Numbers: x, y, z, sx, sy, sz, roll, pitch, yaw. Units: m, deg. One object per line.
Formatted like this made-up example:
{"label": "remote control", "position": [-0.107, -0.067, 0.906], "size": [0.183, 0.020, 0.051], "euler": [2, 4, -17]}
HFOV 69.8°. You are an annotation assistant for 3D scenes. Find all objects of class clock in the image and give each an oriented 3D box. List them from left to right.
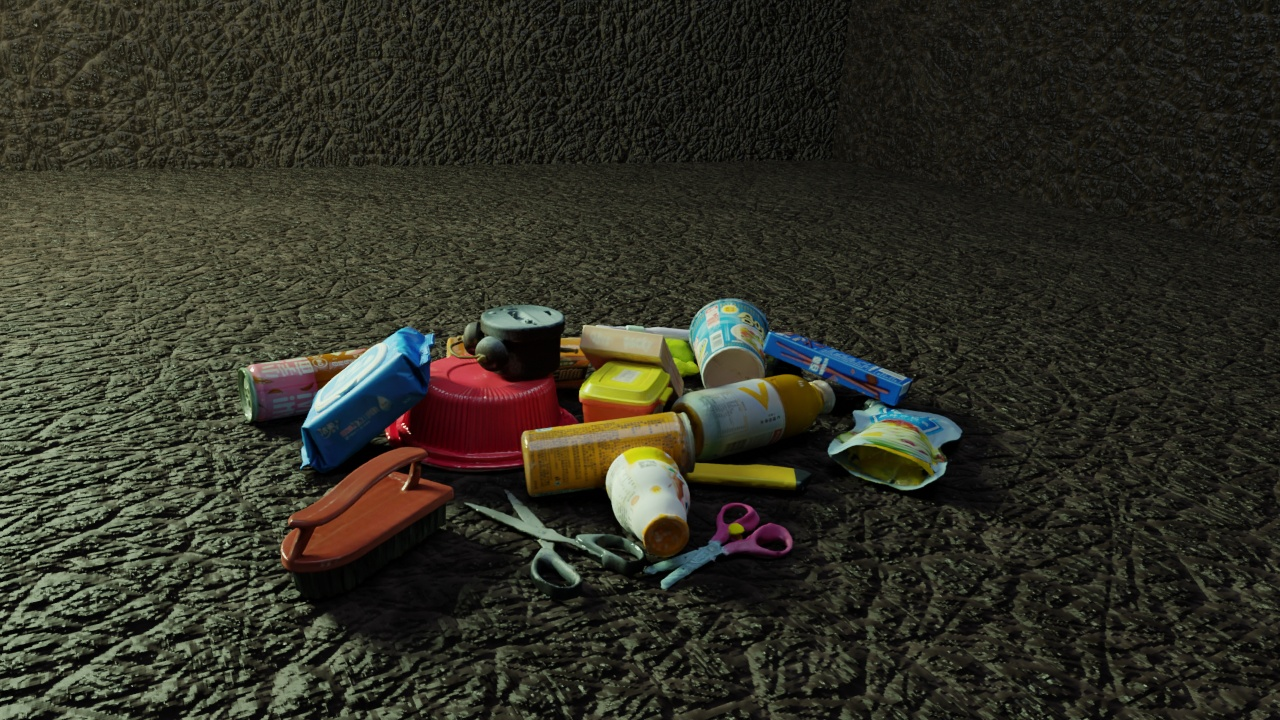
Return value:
{"label": "clock", "position": [-0.128, -0.019, 0.903], "size": [0.121, 0.055, 0.082], "euler": [-8, 23, -27]}

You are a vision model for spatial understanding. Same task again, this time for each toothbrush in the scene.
{"label": "toothbrush", "position": [0.037, -0.029, 1.119], "size": [0.189, 0.021, 0.029], "euler": [3, -7, -16]}
{"label": "toothbrush", "position": [0.179, 0.051, 1.019], "size": [0.189, 0.014, 0.017], "euler": [-2, 32, -12]}

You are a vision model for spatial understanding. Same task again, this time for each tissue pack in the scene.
{"label": "tissue pack", "position": [-0.253, 0.033, 0.839], "size": [0.157, 0.052, 0.095], "euler": [-39, 23, 3]}

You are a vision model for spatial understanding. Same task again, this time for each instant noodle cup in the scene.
{"label": "instant noodle cup", "position": [-0.155, 0.042, 0.909], "size": [0.194, 0.066, 0.193], "euler": [2, 19, -1]}
{"label": "instant noodle cup", "position": [0.105, -0.007, 1.061], "size": [0.099, 0.099, 0.109], "euler": [4, 26, 2]}

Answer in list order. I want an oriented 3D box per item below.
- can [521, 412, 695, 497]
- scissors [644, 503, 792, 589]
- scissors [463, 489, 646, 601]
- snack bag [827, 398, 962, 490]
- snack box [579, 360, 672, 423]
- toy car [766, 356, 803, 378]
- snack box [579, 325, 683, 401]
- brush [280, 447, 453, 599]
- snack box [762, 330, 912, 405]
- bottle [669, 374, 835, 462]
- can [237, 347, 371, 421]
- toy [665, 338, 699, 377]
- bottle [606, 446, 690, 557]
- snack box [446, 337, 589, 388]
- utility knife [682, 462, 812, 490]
{"label": "can", "position": [-0.029, 0.081, 0.800], "size": [0.146, 0.058, 0.058], "euler": [-7, 21, -9]}
{"label": "scissors", "position": [0.065, 0.152, 0.709], "size": [0.077, 0.017, 0.137], "euler": [27, 33, 32]}
{"label": "scissors", "position": [-0.071, 0.141, 0.721], "size": [0.170, 0.014, 0.159], "euler": [3, 17, 3]}
{"label": "snack bag", "position": [0.259, 0.077, 0.920], "size": [0.110, 0.039, 0.190], "euler": [6, 15, 24]}
{"label": "snack box", "position": [-0.014, 0.051, 0.880], "size": [0.082, 0.080, 0.091], "euler": [7, 19, 13]}
{"label": "toy car", "position": [0.167, 0.020, 1.068], "size": [0.042, 0.035, 0.090], "euler": [5, 17, 8]}
{"label": "snack box", "position": [-0.006, 0.006, 0.967], "size": [0.084, 0.026, 0.157], "euler": [8, -16, 13]}
{"label": "brush", "position": [-0.205, 0.115, 0.678], "size": [0.063, 0.069, 0.145], "euler": [11, 20, 23]}
{"label": "snack box", "position": [0.221, 0.006, 1.028], "size": [0.157, 0.026, 0.084], "euler": [23, 12, 20]}
{"label": "bottle", "position": [0.117, 0.052, 0.917], "size": [0.189, 0.068, 0.068], "euler": [-10, 23, -34]}
{"label": "can", "position": [-0.330, 0.023, 0.943], "size": [0.147, 0.058, 0.058], "euler": [-10, 23, -34]}
{"label": "toy", "position": [0.033, -0.004, 1.124], "size": [0.097, 0.031, 0.099], "euler": [16, 25, 20]}
{"label": "bottle", "position": [0.009, 0.113, 0.728], "size": [0.063, 0.063, 0.108], "euler": [0, 19, -11]}
{"label": "snack box", "position": [-0.135, 0.004, 1.010], "size": [0.153, 0.075, 0.026], "euler": [-1, 60, -12]}
{"label": "utility knife", "position": [0.060, 0.104, 0.838], "size": [0.193, 0.015, 0.033], "euler": [4, 19, 4]}
